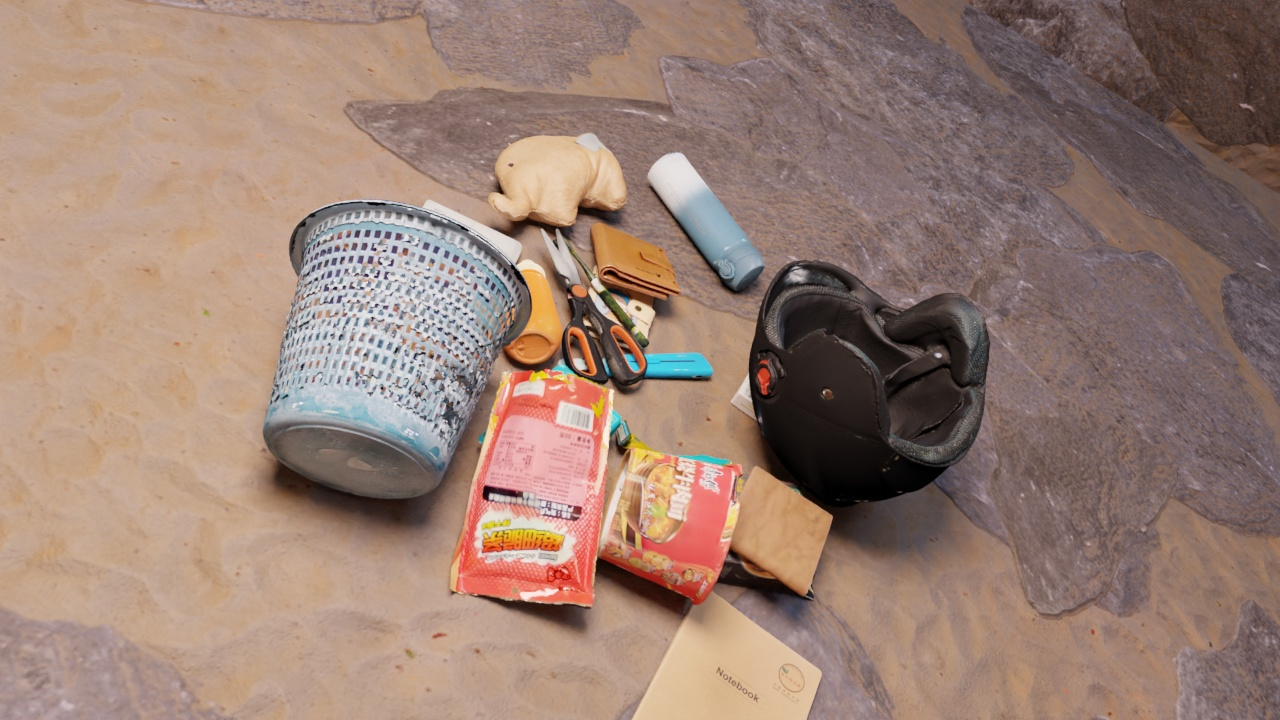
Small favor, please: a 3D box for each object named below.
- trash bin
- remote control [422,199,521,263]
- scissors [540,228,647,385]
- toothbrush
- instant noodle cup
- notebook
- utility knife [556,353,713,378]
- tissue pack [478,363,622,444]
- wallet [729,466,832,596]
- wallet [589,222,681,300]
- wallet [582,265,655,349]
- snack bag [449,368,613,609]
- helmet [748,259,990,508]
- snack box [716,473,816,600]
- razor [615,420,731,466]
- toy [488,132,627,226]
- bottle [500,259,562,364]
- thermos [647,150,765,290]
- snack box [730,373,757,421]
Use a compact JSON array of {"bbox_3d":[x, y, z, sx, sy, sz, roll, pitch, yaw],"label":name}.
[{"bbox_3d":[-0.226,0.006,0.805,0.226,0.227,0.194,20,57,-15],"label":"trash bin"},{"bbox_3d":[-0.201,-0.146,1.078,0.125,0.024,0.048,24,43,-10],"label":"remote control"},{"bbox_3d":[-0.057,-0.062,1.065,0.161,0.022,0.233,18,47,-20],"label":"scissors"},{"bbox_3d":[-0.049,-0.083,1.092,0.017,0.012,0.186,-21,62,-37],"label":"toothbrush"},{"bbox_3d":[0.023,0.151,0.871,0.108,0.138,0.137,18,44,-3],"label":"instant noodle cup"},{"bbox_3d":[0.076,0.320,0.831,0.148,0.008,0.207,36,42,2],"label":"notebook"},{"bbox_3d":[-0.006,0.006,1.062,0.202,0.018,0.034,0,53,-30],"label":"utility knife"},{"bbox_3d":[-0.088,0.072,0.926,0.093,0.050,0.133,42,44,7],"label":"tissue pack"},{"bbox_3d":[0.139,0.169,0.929,0.101,0.020,0.115,33,42,2],"label":"wallet"},{"bbox_3d":[-0.008,-0.123,1.146,0.107,0.031,0.131,18,27,-18],"label":"wallet"},{"bbox_3d":[-0.025,-0.063,1.111,0.087,0.024,0.115,19,43,-8],"label":"wallet"},{"bbox_3d":[-0.091,0.113,0.831,0.128,0.073,0.207,9,71,-4],"label":"snack bag"},{"bbox_3d":[0.228,0.025,0.995,0.232,0.231,0.274,-15,56,-38],"label":"helmet"},{"bbox_3d":[0.131,0.182,0.965,0.125,0.053,0.113,11,46,-16],"label":"snack box"},{"bbox_3d":[0.037,0.100,0.993,0.132,0.028,0.043,17,14,-14],"label":"razor"},{"bbox_3d":[-0.121,-0.226,1.159,0.225,0.083,0.143,-26,60,-41],"label":"toy"},{"bbox_3d":[-0.124,-0.063,1.024,0.066,0.067,0.149,13,38,-21],"label":"bottle"},{"bbox_3d":[0.091,-0.192,1.268,0.070,0.070,0.220,-13,59,-39],"label":"thermos"},{"bbox_3d":[0.193,0.065,1.118,0.157,0.027,0.084,35,48,3],"label":"snack box"}]
